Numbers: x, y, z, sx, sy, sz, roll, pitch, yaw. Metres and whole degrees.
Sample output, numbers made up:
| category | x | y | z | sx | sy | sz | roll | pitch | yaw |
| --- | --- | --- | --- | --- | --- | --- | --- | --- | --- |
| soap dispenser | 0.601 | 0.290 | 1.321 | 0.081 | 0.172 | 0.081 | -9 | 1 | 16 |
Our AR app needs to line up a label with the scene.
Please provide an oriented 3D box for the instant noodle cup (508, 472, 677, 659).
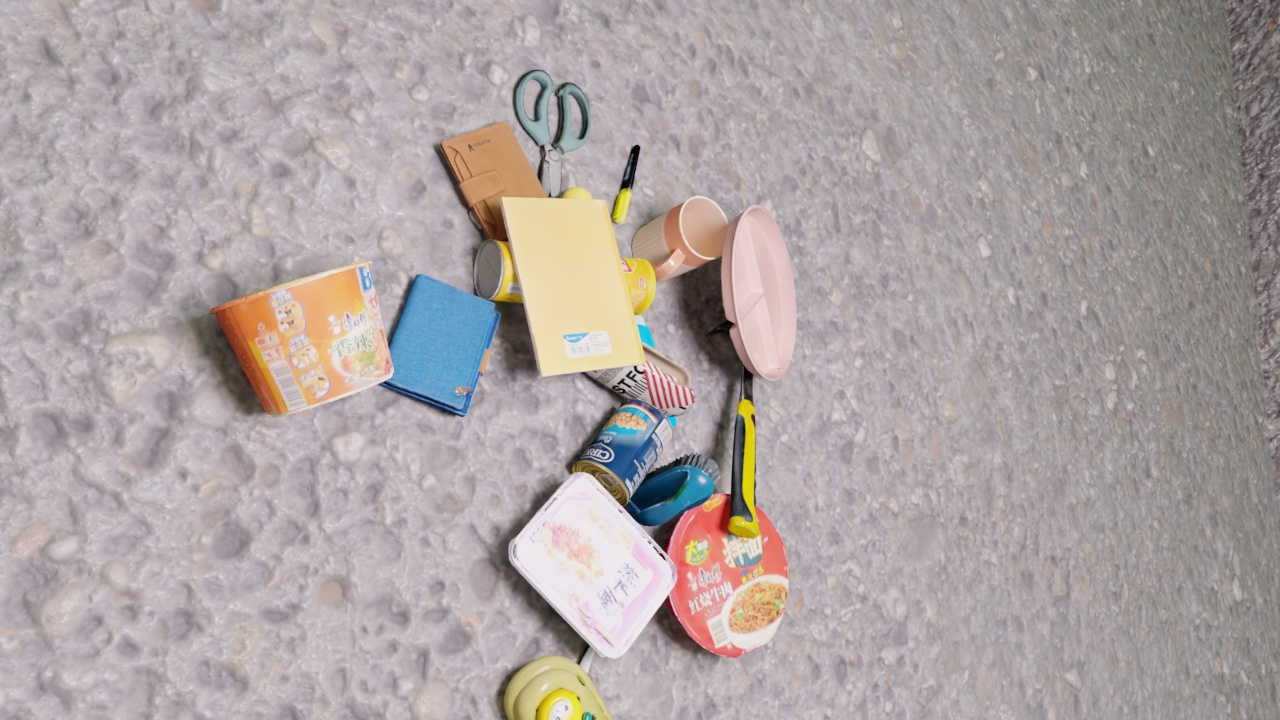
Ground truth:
| category | x | y | z | sx | sy | sz | roll | pitch | yaw |
| --- | --- | --- | --- | --- | --- | --- | --- | --- | --- |
| instant noodle cup | -0.059 | 0.226 | 1.013 | 0.173 | 0.060 | 0.137 | 48 | 56 | -8 |

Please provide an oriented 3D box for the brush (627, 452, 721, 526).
| category | x | y | z | sx | sy | sz | roll | pitch | yaw |
| --- | --- | --- | --- | --- | --- | --- | --- | --- | --- |
| brush | 0.031 | 0.157 | 1.056 | 0.055 | 0.144 | 0.073 | 47 | 49 | -9 |

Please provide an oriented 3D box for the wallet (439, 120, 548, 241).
| category | x | y | z | sx | sy | sz | roll | pitch | yaw |
| --- | --- | --- | --- | --- | --- | --- | --- | --- | --- |
| wallet | -0.167 | -0.209 | 1.081 | 0.107 | 0.031 | 0.132 | -31 | 96 | -40 |

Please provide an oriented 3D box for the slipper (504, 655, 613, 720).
| category | x | y | z | sx | sy | sz | roll | pitch | yaw |
| --- | --- | --- | --- | --- | --- | --- | --- | --- | --- |
| slipper | -0.060 | 0.393 | 0.958 | 0.091 | 0.082 | 0.190 | -40 | 106 | -22 |

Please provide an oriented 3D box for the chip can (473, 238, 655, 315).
| category | x | y | z | sx | sy | sz | roll | pitch | yaw |
| --- | --- | --- | --- | --- | --- | --- | --- | --- | --- |
| chip can | -0.086 | -0.095 | 1.084 | 0.213 | 0.072 | 0.072 | 2 | 76 | -36 |

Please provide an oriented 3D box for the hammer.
| category | x | y | z | sx | sy | sz | roll | pitch | yaw |
| --- | --- | --- | --- | --- | --- | --- | --- | --- | --- |
| hammer | 0.133 | 0.075 | 1.181 | 0.126 | 0.032 | 0.322 | 29 | 47 | -25 |

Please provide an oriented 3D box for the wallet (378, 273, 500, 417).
| category | x | y | z | sx | sy | sz | roll | pitch | yaw |
| --- | --- | --- | --- | --- | --- | --- | --- | --- | --- |
| wallet | -0.214 | -0.016 | 0.988 | 0.106 | 0.040 | 0.132 | 24 | 64 | -20 |

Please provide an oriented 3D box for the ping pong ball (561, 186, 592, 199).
| category | x | y | z | sx | sy | sz | roll | pitch | yaw |
| --- | --- | --- | --- | --- | --- | --- | --- | --- | --- |
| ping pong ball | -0.079 | -0.195 | 1.135 | 0.040 | 0.040 | 0.040 | 11 | 71 | -34 |

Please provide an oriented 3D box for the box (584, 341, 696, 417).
| category | x | y | z | sx | sy | sz | roll | pitch | yaw |
| --- | --- | --- | --- | --- | --- | --- | --- | --- | --- |
| box | -0.007 | 0.005 | 1.117 | 0.163 | 0.076 | 0.087 | 28 | 40 | -16 |

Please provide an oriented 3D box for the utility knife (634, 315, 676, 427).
| category | x | y | z | sx | sy | sz | roll | pitch | yaw |
| --- | --- | --- | --- | --- | --- | --- | --- | --- | --- |
| utility knife | 0.014 | 0.015 | 1.163 | 0.034 | 0.018 | 0.159 | -11 | 83 | -38 |

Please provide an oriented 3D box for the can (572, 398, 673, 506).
| category | x | y | z | sx | sy | sz | roll | pitch | yaw |
| --- | --- | --- | --- | --- | --- | --- | --- | --- | --- |
| can | -0.019 | 0.106 | 1.077 | 0.075 | 0.075 | 0.110 | 49 | 54 | -16 |

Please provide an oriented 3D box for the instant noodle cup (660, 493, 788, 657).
| category | x | y | z | sx | sy | sz | roll | pitch | yaw |
| --- | --- | --- | --- | --- | --- | --- | --- | --- | --- |
| instant noodle cup | 0.092 | 0.263 | 1.124 | 0.193 | 0.066 | 0.193 | 12 | 70 | -34 |

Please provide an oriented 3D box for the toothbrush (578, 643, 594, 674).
| category | x | y | z | sx | sy | sz | roll | pitch | yaw |
| --- | --- | --- | --- | --- | --- | --- | --- | --- | --- |
| toothbrush | -0.049 | 0.293 | 1.042 | 0.018 | 0.016 | 0.191 | 29 | 61 | -16 |

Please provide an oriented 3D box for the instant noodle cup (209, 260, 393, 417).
| category | x | y | z | sx | sy | sz | roll | pitch | yaw |
| --- | --- | --- | --- | --- | --- | --- | --- | --- | --- |
| instant noodle cup | -0.307 | -0.019 | 0.857 | 0.151 | 0.152 | 0.111 | -25 | 101 | -39 |

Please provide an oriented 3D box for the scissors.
| category | x | y | z | sx | sy | sz | roll | pitch | yaw |
| --- | --- | --- | --- | --- | --- | --- | --- | --- | --- |
| scissors | -0.126 | -0.288 | 1.140 | 0.129 | 0.019 | 0.184 | 32 | 59 | -26 |

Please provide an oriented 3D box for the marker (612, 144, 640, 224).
| category | x | y | z | sx | sy | sz | roll | pitch | yaw |
| --- | --- | --- | --- | --- | --- | --- | --- | --- | --- |
| marker | -0.017 | -0.234 | 1.207 | 0.015 | 0.018 | 0.124 | 29 | 61 | -33 |

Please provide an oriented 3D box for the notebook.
| category | x | y | z | sx | sy | sz | roll | pitch | yaw |
| --- | --- | --- | --- | --- | --- | --- | --- | --- | --- |
| notebook | -0.074 | -0.087 | 1.036 | 0.145 | 0.010 | 0.206 | -7 | 78 | -38 |

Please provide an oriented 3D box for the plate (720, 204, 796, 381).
| category | x | y | z | sx | sy | sz | roll | pitch | yaw |
| --- | --- | --- | --- | --- | --- | --- | --- | --- | --- |
| plate | 0.155 | -0.086 | 1.197 | 0.229 | 0.028 | 0.229 | 18 | 70 | -60 |

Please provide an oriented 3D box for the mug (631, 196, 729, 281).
| category | x | y | z | sx | sy | sz | roll | pitch | yaw |
| --- | --- | --- | --- | --- | --- | --- | --- | --- | --- |
| mug | 0.043 | -0.143 | 1.171 | 0.081 | 0.106 | 0.114 | 45 | 56 | -18 |
